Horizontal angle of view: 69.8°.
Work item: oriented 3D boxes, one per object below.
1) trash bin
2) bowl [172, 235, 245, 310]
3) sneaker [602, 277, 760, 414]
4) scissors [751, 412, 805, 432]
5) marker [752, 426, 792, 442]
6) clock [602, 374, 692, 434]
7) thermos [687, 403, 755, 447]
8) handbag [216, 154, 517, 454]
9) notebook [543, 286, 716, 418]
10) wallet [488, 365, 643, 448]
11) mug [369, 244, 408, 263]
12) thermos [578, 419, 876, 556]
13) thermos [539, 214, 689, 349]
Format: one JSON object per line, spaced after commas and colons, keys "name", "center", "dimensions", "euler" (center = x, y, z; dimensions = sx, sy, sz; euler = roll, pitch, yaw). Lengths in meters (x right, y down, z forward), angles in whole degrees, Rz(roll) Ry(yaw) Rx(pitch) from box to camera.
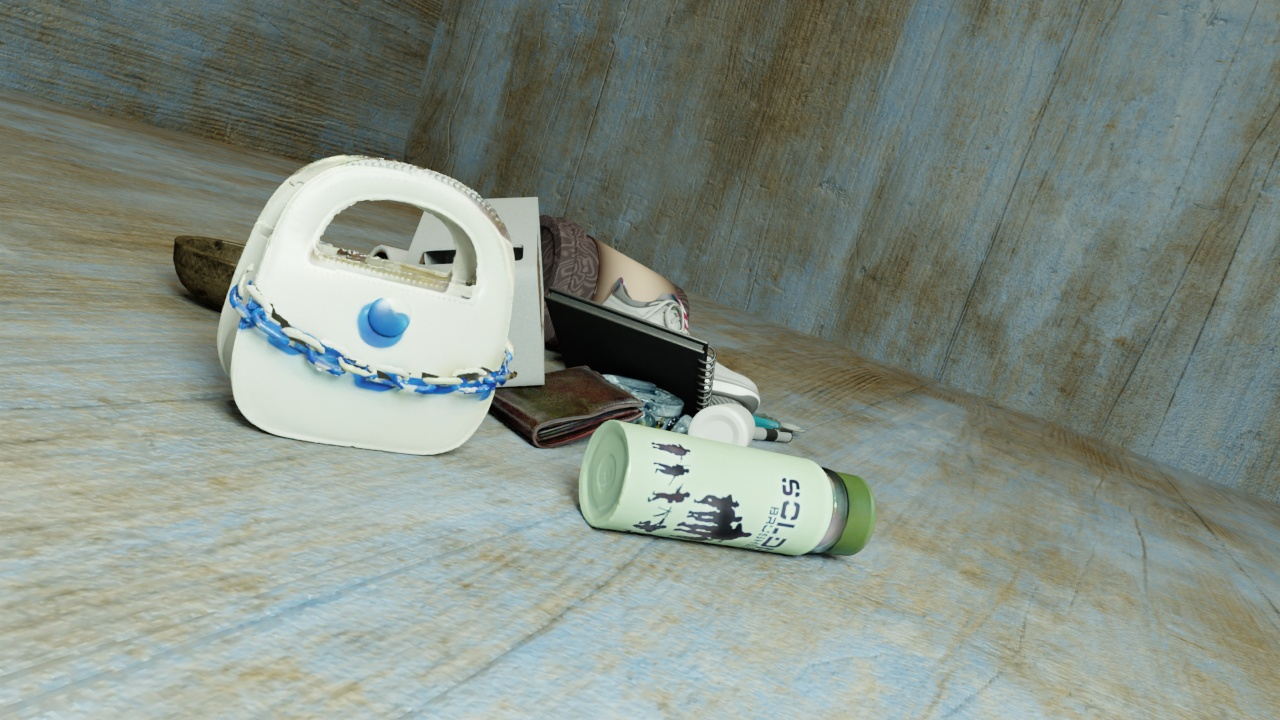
{"name": "trash bin", "center": [-0.155, -0.073, 0.898], "dimensions": [0.114, 0.115, 0.228], "euler": [-3, 26, -5]}
{"name": "bowl", "center": [-0.390, -0.075, 0.886], "dimensions": [0.121, 0.056, 0.121], "euler": [18, 9, -3]}
{"name": "sneaker", "center": [0.038, -0.015, 1.081], "dimensions": [0.263, 0.128, 0.097], "euler": [22, -16, 32]}
{"name": "scissors", "center": [0.141, 0.074, 1.161], "dimensions": [0.148, 0.019, 0.131], "euler": [20, 10, 18]}
{"name": "marker", "center": [0.131, 0.085, 1.081], "dimensions": [0.140, 0.016, 0.016], "euler": [9, 13, -44]}
{"name": "clock", "center": [0.003, 0.054, 0.903], "dimensions": [0.090, 0.052, 0.129], "euler": [12, 11, -37]}
{"name": "thermos", "center": [0.084, 0.068, 0.895], "dimensions": [0.052, 0.052, 0.224], "euler": [20, 1, 9]}
{"name": "handbag", "center": [-0.178, -0.036, 0.636], "dimensions": [0.200, 0.200, 0.093], "euler": [9, 17, -32]}
{"name": "notebook", "center": [-0.006, 0.006, 0.952], "dimensions": [0.169, 0.019, 0.232], "euler": [20, -19, 10]}
{"name": "wallet", "center": [-0.072, 0.040, 0.834], "dimensions": [0.119, 0.031, 0.099], "euler": [-14, 30, -35]}
{"name": "mug", "center": [-0.287, -0.096, 1.156], "dimensions": [0.089, 0.073, 0.105], "euler": [10, 13, -43]}
{"name": "thermos", "center": [0.071, 0.103, 0.689], "dimensions": [0.231, 0.082, 0.082], "euler": [13, 11, -28]}
{"name": "thermos", "center": [-0.060, -0.079, 1.242], "dimensions": [0.226, 0.173, 0.173], "euler": [20, 7, -34]}
